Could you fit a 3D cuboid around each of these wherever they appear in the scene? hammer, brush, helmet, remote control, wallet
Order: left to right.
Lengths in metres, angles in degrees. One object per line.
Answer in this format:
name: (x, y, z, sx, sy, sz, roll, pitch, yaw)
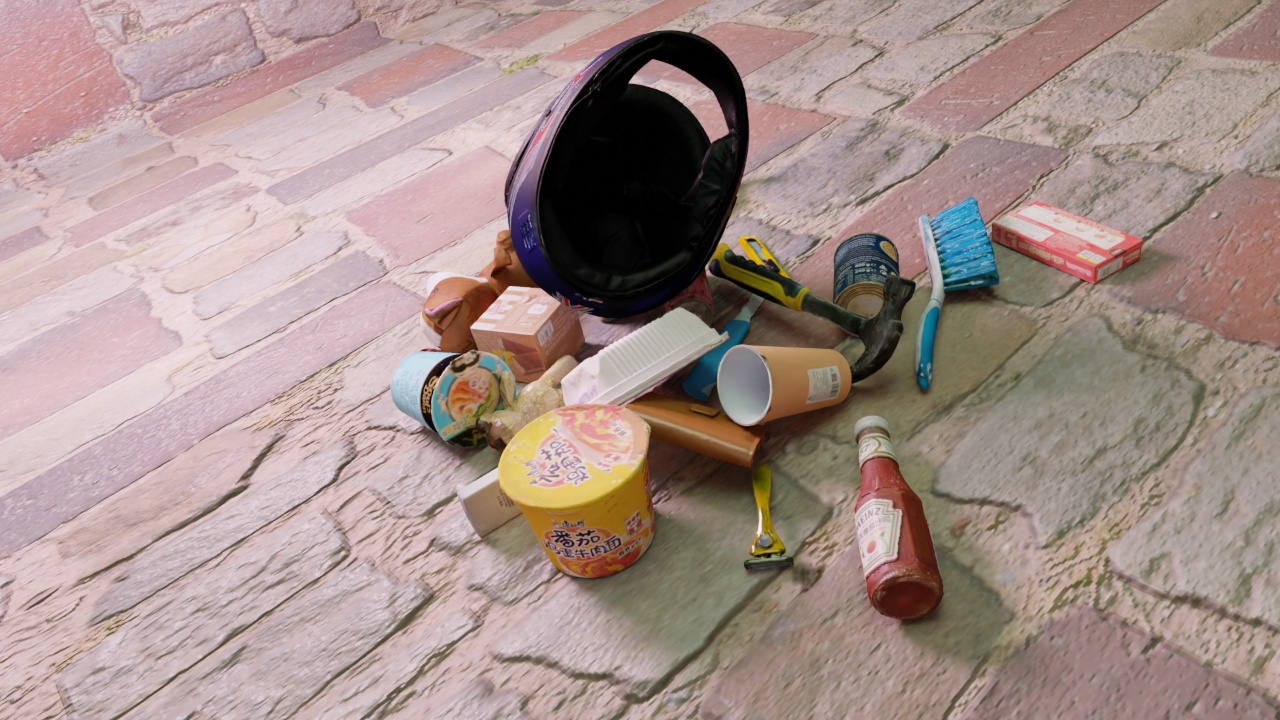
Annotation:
remote control: (-0.115, 0.120, 0.919, 0.135, 0.056, 0.019, -31, 37, -20)
helmet: (-0.014, -0.206, 1.041, 0.247, 0.316, 0.240, 26, 8, -10)
wallet: (0.055, 0.064, 0.900, 0.132, 0.031, 0.107, 18, 12, 13)
hammer: (0.173, -0.071, 1.038, 0.031, 0.126, 0.323, 8, 15, -32)
brush: (0.349, -0.081, 1.030, 0.110, 0.060, 0.313, -11, 37, 16)

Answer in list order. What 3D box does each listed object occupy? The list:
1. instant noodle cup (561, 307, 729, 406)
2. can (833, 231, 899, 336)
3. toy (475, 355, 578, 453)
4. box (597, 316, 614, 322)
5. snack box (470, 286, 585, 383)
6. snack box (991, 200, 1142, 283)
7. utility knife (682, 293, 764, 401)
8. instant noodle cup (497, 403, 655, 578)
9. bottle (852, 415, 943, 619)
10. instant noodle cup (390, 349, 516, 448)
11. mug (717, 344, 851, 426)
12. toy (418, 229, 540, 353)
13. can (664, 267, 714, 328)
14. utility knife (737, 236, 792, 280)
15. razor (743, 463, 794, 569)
instant noodle cup: (-0.006, 0.006, 0.963, 0.173, 0.060, 0.138, -32, -2, -28)
can: (0.258, -0.087, 1.046, 0.075, 0.075, 0.110, -4, 37, 16)
toy: (-0.113, 0.049, 1.022, 0.105, 0.066, 0.156, 45, 52, 4)
box: (-0.046, -0.118, 1.220, 0.089, 0.061, 0.184, -25, 34, -12)
snack box: (-0.135, -0.031, 1.119, 0.094, 0.077, 0.092, 7, 41, 27)
snack box: (0.495, -0.142, 1.075, 0.075, 0.025, 0.153, -26, 36, -17)
utility knife: (0.108, -0.030, 1.074, 0.034, 0.018, 0.235, 16, 42, 21)
instant noodle cup: (-0.049, 0.123, 0.842, 0.138, 0.110, 0.137, -11, 35, 7)
bottle: (0.211, 0.124, 0.786, 0.060, 0.060, 0.205, -8, 35, 10)
instant noodle cup: (-0.221, 0.034, 1.044, 0.121, 0.111, 0.111, 13, 43, 45)
mug: (0.148, 0.020, 0.912, 0.122, 0.078, 0.078, -4, 25, -35)
toy: (-0.213, -0.082, 1.186, 0.130, 0.140, 0.199, 32, 56, 13)
can: (0.057, -0.090, 1.143, 0.058, 0.058, 0.147, -12, 35, 5)
utility knife: (0.158, -0.131, 1.196, 0.033, 0.015, 0.163, -11, 33, -9)
razor: (0.114, 0.136, 0.839, 0.043, 0.028, 0.132, -11, 33, 13)
